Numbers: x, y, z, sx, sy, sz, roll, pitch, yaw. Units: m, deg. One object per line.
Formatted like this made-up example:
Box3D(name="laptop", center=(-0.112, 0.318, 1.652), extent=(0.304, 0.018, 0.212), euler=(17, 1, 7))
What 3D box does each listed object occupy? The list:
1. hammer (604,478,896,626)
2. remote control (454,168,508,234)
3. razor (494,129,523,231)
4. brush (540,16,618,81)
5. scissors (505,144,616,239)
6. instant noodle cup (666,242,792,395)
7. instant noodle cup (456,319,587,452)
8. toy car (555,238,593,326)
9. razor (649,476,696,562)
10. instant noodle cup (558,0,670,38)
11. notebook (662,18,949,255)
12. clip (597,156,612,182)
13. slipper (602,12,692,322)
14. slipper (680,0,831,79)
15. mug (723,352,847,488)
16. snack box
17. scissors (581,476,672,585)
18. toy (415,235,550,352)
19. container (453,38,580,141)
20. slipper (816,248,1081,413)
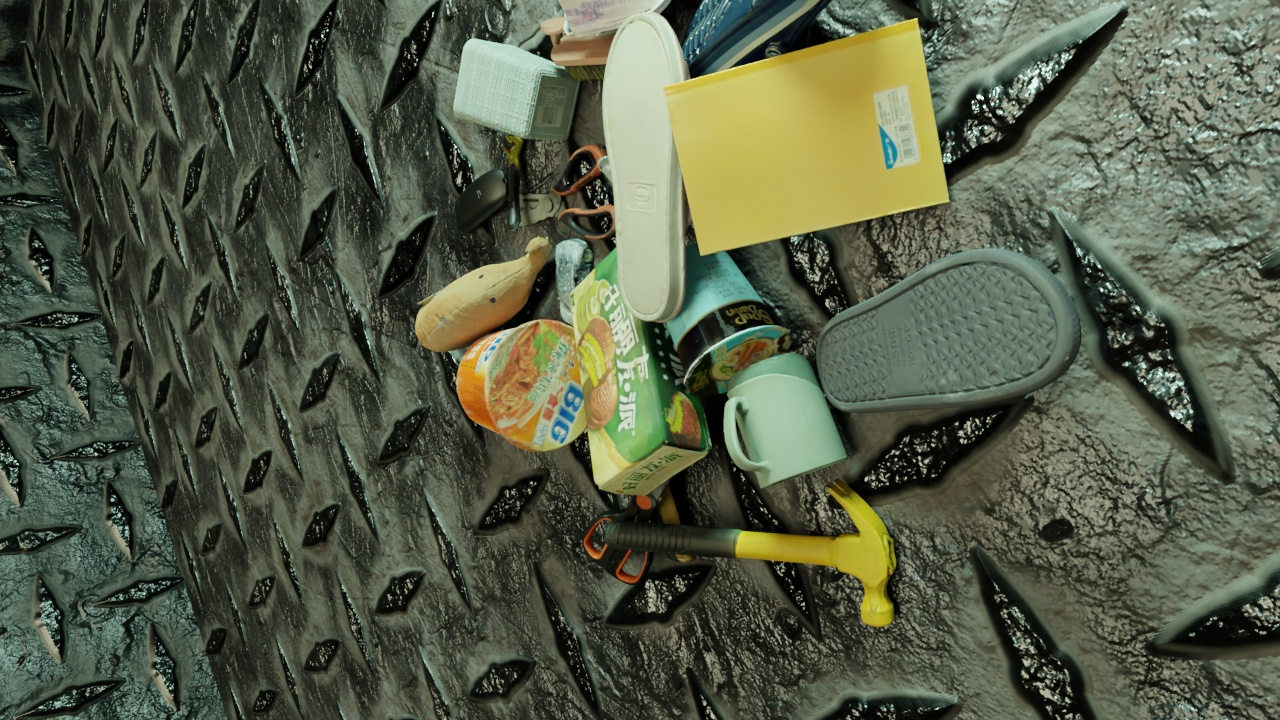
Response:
Box3D(name="hammer", center=(0.097, 0.177, 0.890), extent=(0.301, 0.032, 0.129), euler=(-3, 95, 32))
Box3D(name="remote control", center=(-0.211, -0.203, 1.178), extent=(0.137, 0.024, 0.053), euler=(-25, 75, 51))
Box3D(name="razor", center=(-0.153, -0.224, 1.109), extent=(0.043, 0.022, 0.142), euler=(-5, 83, 24))
Box3D(name="brush", center=(-0.046, -0.329, 0.942), extent=(0.146, 0.073, 0.063), euler=(19, 68, 48))
Box3D(name="scissors", center=(-0.092, -0.191, 1.069), extent=(0.197, 0.015, 0.215), euler=(52, 132, 25))
Box3D(name="instant noodle cup", center=(0.070, -0.046, 0.874), extent=(0.111, 0.111, 0.120), euler=(-50, 54, 40))
Box3D(name="instant noodle cup", center=(-0.138, 0.027, 1.074), extent=(0.112, 0.151, 0.151), euler=(4, 101, 54))
Box3D(name="toy car", center=(-0.077, -0.088, 1.062), extent=(0.049, 0.031, 0.105), euler=(2, 101, 48))
Box3D(name="razor", center=(0.024, 0.139, 0.995), extent=(0.068, 0.062, 0.167), euler=(-19, 90, 16))
Box3D(name="instant noodle cup", center=(-0.016, -0.396, 0.854), extent=(0.138, 0.060, 0.173), euler=(4, 71, 43))
Box3D(name="notebook", center=(0.132, -0.176, 0.745), extent=(0.206, 0.010, 0.146), euler=(-11, 103, 16))
Box3D(name="clip", center=(-0.022, -0.195, 0.984), extent=(0.024, 0.028, 0.057), euler=(-42, 88, 19))
Box3D(name="slipper", center=(0.017, -0.171, 0.832), extent=(0.114, 0.054, 0.274), euler=(9, 105, 52))
Box3D(name="slipper", center=(0.111, -0.289, 0.785), extent=(0.253, 0.095, 0.105), euler=(-19, 47, 64))
Box3D(name="mug", center=(0.119, 0.056, 0.828), extent=(0.082, 0.111, 0.106), euler=(-33, 72, 54))
Box3D(name="snack box", center=(-0.006, 0.005, 0.932), extent=(0.115, 0.063, 0.239), euler=(-39, 50, 42))
Box3D(name="scissors", center=(0.015, 0.162, 0.970), extent=(0.125, 0.021, 0.236), euler=(50, 129, 0))
Box3D(name="toy", center=(-0.188, -0.075, 1.101), extent=(0.227, 0.143, 0.082), euler=(-25, 106, 46))
Box3D(name="container", center=(-0.136, -0.301, 1.032), extent=(0.111, 0.090, 0.090), euler=(27, 114, 31))
Box3D(name="slipper", center=(0.242, -0.017, 0.720), extent=(0.269, 0.083, 0.110), euler=(159, 104, -64))
